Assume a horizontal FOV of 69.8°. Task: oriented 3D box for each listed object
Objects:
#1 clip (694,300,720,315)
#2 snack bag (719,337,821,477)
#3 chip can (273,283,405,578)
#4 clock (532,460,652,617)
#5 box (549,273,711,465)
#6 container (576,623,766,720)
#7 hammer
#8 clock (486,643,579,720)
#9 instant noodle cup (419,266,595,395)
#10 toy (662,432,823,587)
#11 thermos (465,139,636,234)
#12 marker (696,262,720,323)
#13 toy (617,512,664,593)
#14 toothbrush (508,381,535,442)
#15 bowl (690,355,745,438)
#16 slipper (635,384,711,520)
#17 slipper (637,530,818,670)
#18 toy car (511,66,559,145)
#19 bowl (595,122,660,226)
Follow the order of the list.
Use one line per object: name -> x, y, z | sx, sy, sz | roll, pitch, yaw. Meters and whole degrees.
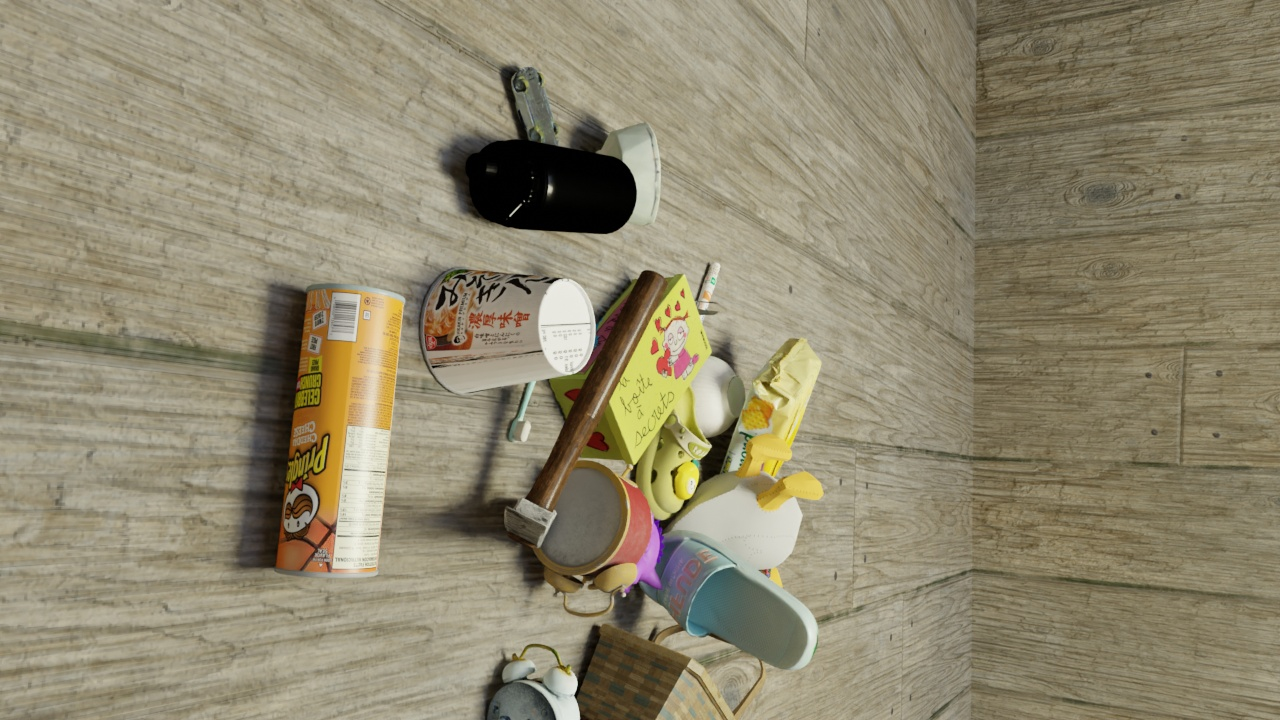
clip -> 0.063, -0.075, 1.208 | 0.056, 0.102, 0.046 | -2, 95, -15
snack bag -> 0.181, 0.096, 1.297 | 0.159, 0.068, 0.248 | -45, 155, -53
chip can -> -0.230, 0.054, 0.706 | 0.075, 0.075, 0.215 | 16, 75, -57
clock -> -0.048, 0.187, 0.958 | 0.081, 0.117, 0.158 | 37, 51, -56
box -> -0.006, 0.006, 1.067 | 0.220, 0.082, 0.124 | -53, 132, -47
container -> 0.050, 0.400, 1.079 | 0.185, 0.158, 0.250 | -52, 132, -31
hammer -> -0.045, 0.034, 0.862 | 0.300, 0.037, 0.218 | -63, 180, -15
clock -> -0.103, 0.338, 0.898 | 0.057, 0.083, 0.117 | 12, 82, -63
instant noodle cup -> -0.116, -0.029, 0.849 | 0.123, 0.122, 0.123 | 3, 86, -58
toy -> 0.129, 0.231, 1.212 | 0.246, 0.141, 0.268 | 4, 124, -35
thermos -> -0.092, -0.174, 0.926 | 0.198, 0.086, 0.086 | -9, 97, -58
marker -> 0.086, -0.078, 1.278 | 0.017, 0.017, 0.145 | 53, 47, -44
toy -> 0.002, 0.226, 1.078 | 0.106, 0.056, 0.088 | 113, -15, -63
toothbrush -> -0.106, 0.003, 0.968 | 0.016, 0.017, 0.180 | 44, 52, -48
bowl -> 0.105, 0.050, 1.262 | 0.118, 0.062, 0.118 | 2, 87, -58
slipper -> 0.053, 0.109, 1.160 | 0.091, 0.082, 0.190 | 38, 56, -55
slipper -> 0.090, 0.275, 1.058 | 0.074, 0.246, 0.104 | 4, 105, -52
toy car -> -0.111, -0.258, 0.954 | 0.038, 0.027, 0.090 | -46, 126, -53
bowl -> -0.020, -0.210, 1.045 | 0.061, 0.117, 0.117 | -4, 94, -14
